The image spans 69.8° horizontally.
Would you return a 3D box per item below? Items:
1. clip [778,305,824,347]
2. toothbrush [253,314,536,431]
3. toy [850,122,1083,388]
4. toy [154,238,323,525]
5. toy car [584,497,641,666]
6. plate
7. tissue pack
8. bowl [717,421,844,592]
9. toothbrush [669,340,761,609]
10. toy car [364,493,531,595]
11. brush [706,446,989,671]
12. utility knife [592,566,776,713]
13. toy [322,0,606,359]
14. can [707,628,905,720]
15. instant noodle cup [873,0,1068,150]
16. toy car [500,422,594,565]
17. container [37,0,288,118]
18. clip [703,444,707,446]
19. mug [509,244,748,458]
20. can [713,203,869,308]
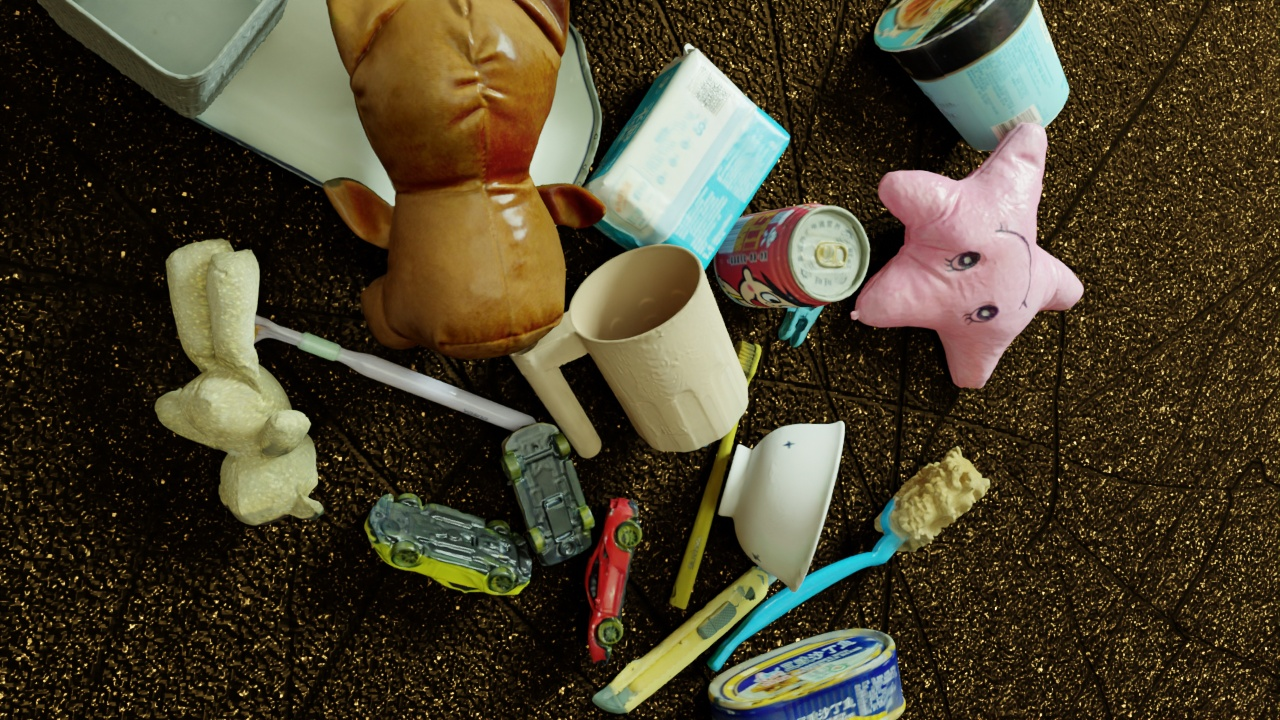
[{"bbox_3d":[0.118,-0.037,0.663,0.040,0.014,0.056,33,78,-21],"label":"clip"},{"bbox_3d":[-0.146,0.011,0.544,0.189,0.029,0.021,22,46,-25],"label":"toothbrush"},{"bbox_3d":[0.238,-0.062,0.683,0.178,0.074,0.195,-24,115,-1],"label":"toy"},{"bbox_3d":[-0.209,0.014,0.483,0.066,0.105,0.157,-47,137,-59],"label":"toy"},{"bbox_3d":[-0.020,0.141,0.590,0.031,0.049,0.106,9,87,-1],"label":"toy car"},{"bbox_3d":[-0.148,-0.168,0.524,0.265,0.034,0.162,25,82,-23],"label":"plate"},{"bbox_3d":[0.027,-0.123,0.590,0.090,0.063,0.140,37,78,-20],"label":"tissue pack"},{"bbox_3d":[0.090,0.089,0.619,0.065,0.118,0.118,17,85,8],"label":"bowl"},{"bbox_3d":[0.050,0.078,0.637,0.016,0.016,0.190,18,86,-19],"label":"toothbrush"},{"bbox_3d":[-0.116,0.114,0.551,0.105,0.048,0.032,23,116,-24],"label":"toy car"},{"bbox_3d":[0.151,0.144,0.665,0.254,0.083,0.046,-32,82,-12],"label":"brush"},{"bbox_3d":[0.053,0.179,0.648,0.206,0.021,0.031,-37,113,-23],"label":"utility knife"},{"bbox_3d":[-0.091,-0.104,0.473,0.140,0.130,0.200,-16,121,-25],"label":"toy"},{"bbox_3d":[0.118,0.236,0.645,0.148,0.075,0.049,-12,95,-23],"label":"can"},{"bbox_3d":[0.249,-0.222,0.669,0.120,0.111,0.111,43,76,-29],"label":"instant noodle cup"},{"bbox_3d":[-0.060,0.082,0.575,0.042,0.035,0.090,-22,107,-23],"label":"toy car"},{"bbox_3d":[-0.213,-0.171,0.412,0.090,0.114,0.090,38,77,-21],"label":"container"},{"bbox_3d":[0.045,0.031,0.631,0.025,0.033,0.057,25,86,-21],"label":"clip"},{"bbox_3d":[-0.003,0.003,0.564,0.125,0.084,0.103,-26,129,3],"label":"mug"},{"bbox_3d":[0.099,-0.068,0.608,0.066,0.094,0.066,-1,93,-24],"label":"can"}]
